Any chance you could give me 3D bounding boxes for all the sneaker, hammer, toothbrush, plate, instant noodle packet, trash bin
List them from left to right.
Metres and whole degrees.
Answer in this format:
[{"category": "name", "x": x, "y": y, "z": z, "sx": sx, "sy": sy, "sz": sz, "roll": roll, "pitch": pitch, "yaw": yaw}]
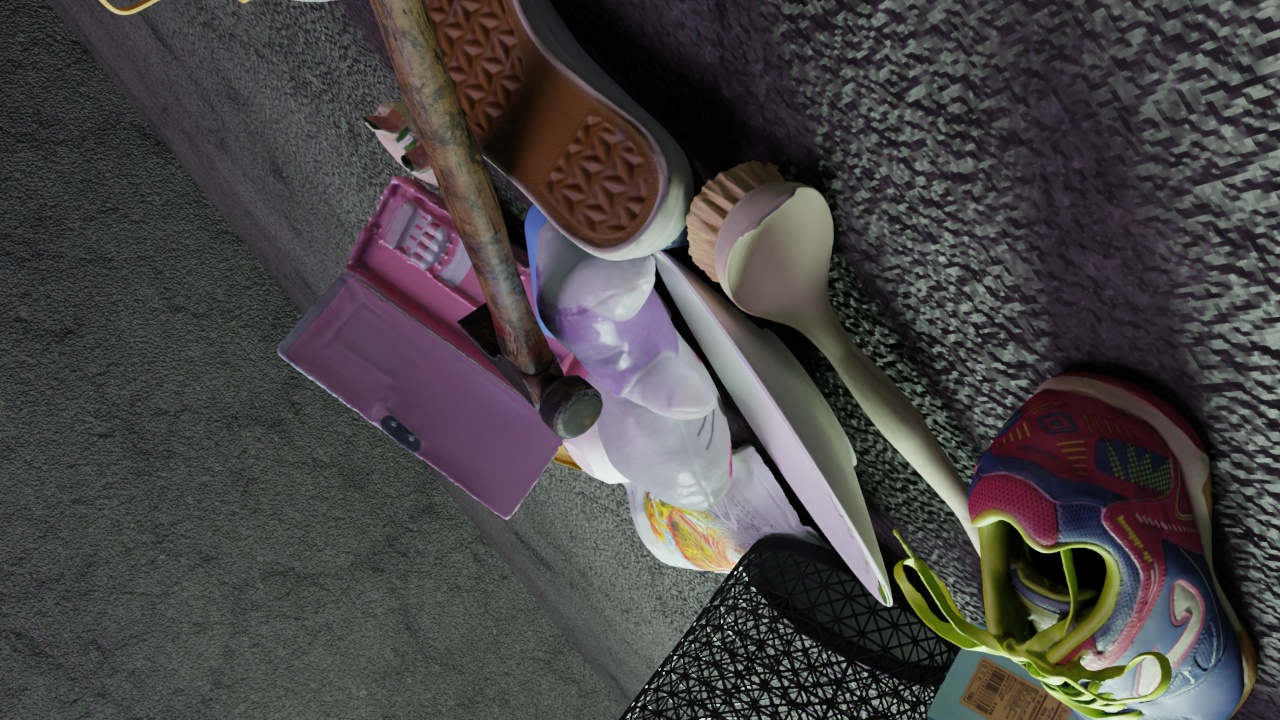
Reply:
[{"category": "hammer", "x": -0.091, "y": -0.099, "z": 0.428, "sx": 0.120, "sy": 0.033, "sz": 0.331, "roll": 39, "pitch": 155, "yaw": 36}, {"category": "toothbrush", "x": -0.113, "y": -0.111, "z": 0.743, "sx": 0.188, "sy": 0.014, "sz": 0.017, "roll": 39, "pitch": 150, "yaw": 27}, {"category": "sneaker", "x": -0.048, "y": -0.134, "z": 0.474, "sx": 0.235, "sy": 0.088, "sz": 0.079, "roll": 51, "pitch": -158, "yaw": 23}, {"category": "instant noodle packet", "x": 0.070, "y": 0.135, "z": 0.736, "sx": 0.147, "sy": 0.057, "sz": 0.270, "roll": 44, "pitch": 160, "yaw": -8}, {"category": "trash bin", "x": 0.086, "y": 0.264, "z": 0.603, "sx": 0.217, "sy": 0.242, "sz": 0.217, "roll": 28, "pitch": 154, "yaw": 15}, {"category": "plate", "x": 0.081, "y": 0.028, "z": 0.508, "sx": 0.229, "sy": 0.030, "sz": 0.229, "roll": 57, "pitch": 180, "yaw": -1}, {"category": "sneaker", "x": 0.185, "y": 0.115, "z": 0.396, "sx": 0.116, "sy": 0.091, "sz": 0.242, "roll": 21, "pitch": 146, "yaw": 50}]

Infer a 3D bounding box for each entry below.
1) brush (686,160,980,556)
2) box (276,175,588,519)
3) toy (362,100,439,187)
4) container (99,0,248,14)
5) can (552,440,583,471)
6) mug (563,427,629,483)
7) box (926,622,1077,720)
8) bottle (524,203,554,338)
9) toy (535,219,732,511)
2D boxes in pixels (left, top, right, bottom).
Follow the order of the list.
[{"category": "brush", "x": 0.117, "y": 0.020, "z": 0.436, "sx": 0.272, "sy": 0.062, "sz": 0.077, "roll": 50, "pitch": -172, "yaw": -15}, {"category": "box", "x": -0.139, "y": -0.014, "z": 0.705, "sx": 0.233, "sy": 0.180, "sz": 0.055, "roll": 35, "pitch": -178, "yaw": 10}, {"category": "toy", "x": -0.169, "y": -0.165, "z": 0.711, "sx": 0.087, "sy": 0.050, "sz": 0.112, "roll": 42, "pitch": -168, "yaw": 11}, {"category": "container", "x": -0.278, "y": -0.308, "z": 0.512, "sx": 0.129, "sy": 0.166, "sz": 0.184, "roll": 39, "pitch": 158, "yaw": 29}, {"category": "can", "x": -0.063, "y": 0.064, "z": 0.887, "sx": 0.054, "sy": 0.059, "sz": 0.100, "roll": 56, "pitch": 160, "yaw": -17}, {"category": "mug", "x": -0.028, "y": 0.045, "z": 0.750, "sx": 0.090, "sy": 0.076, "sz": 0.124, "roll": 28, "pitch": 151, "yaw": 47}, {"category": "box", "x": 0.245, "y": 0.210, "z": 0.482, "sx": 0.189, "sy": 0.077, "sz": 0.079, "roll": 27, "pitch": 134, "yaw": 51}, {"category": "bottle", "x": -0.052, "y": -0.080, "z": 0.608, "sx": 0.048, "sy": 0.048, "sz": 0.131, "roll": 33, "pitch": 139, "yaw": 40}, {"category": "toy", "x": -0.003, "y": 0.003, "z": 0.576, "sx": 0.137, "sy": 0.085, "sz": 0.209, "roll": 58, "pitch": 174, "yaw": 49}]
